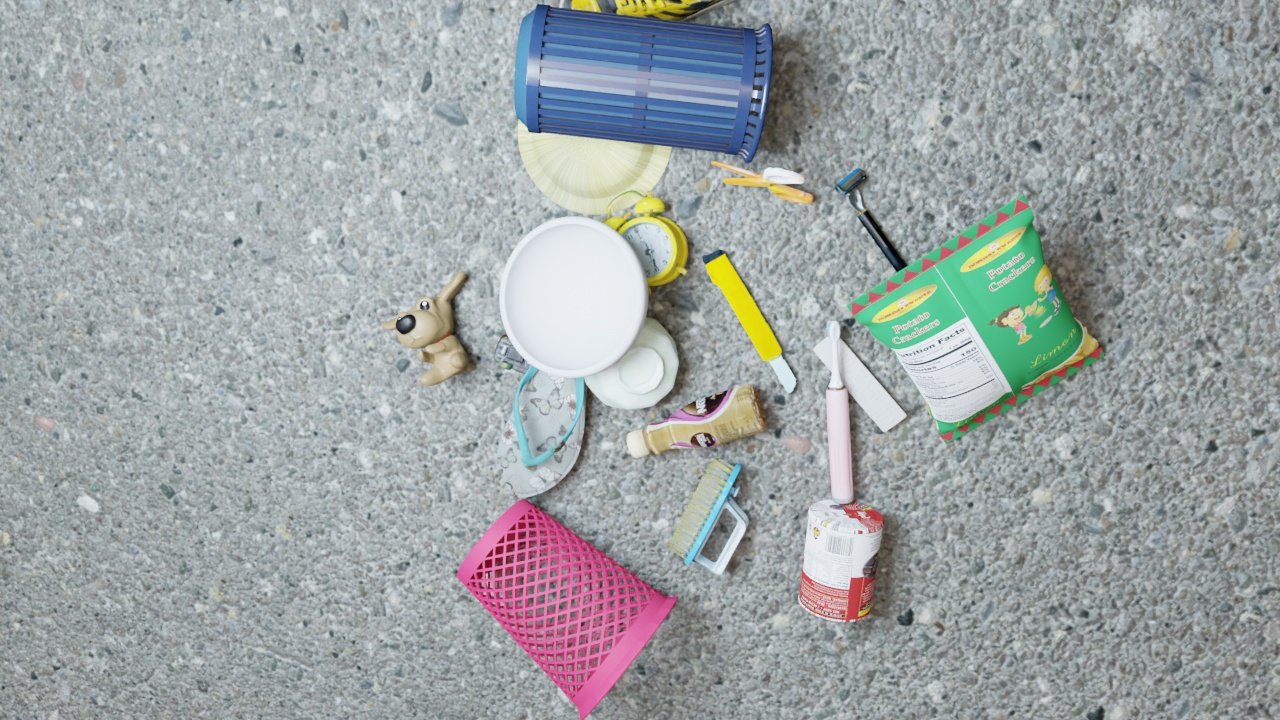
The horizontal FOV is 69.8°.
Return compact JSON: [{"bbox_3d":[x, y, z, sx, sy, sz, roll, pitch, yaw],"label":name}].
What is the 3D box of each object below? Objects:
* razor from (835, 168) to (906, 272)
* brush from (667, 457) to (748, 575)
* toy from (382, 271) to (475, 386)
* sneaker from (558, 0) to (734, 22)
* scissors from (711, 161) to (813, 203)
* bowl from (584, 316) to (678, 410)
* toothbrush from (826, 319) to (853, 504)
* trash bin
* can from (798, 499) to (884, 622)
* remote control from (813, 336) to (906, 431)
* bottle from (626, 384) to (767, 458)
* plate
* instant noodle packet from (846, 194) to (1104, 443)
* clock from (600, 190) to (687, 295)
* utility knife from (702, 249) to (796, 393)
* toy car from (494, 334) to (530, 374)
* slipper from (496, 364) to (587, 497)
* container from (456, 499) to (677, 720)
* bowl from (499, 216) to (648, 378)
[{"bbox_3d":[0.264,-0.143,1.023,0.042,0.022,0.144,-38,100,-23],"label":"razor"},{"bbox_3d":[0.095,0.187,1.114,0.075,0.055,0.136,28,107,9],"label":"brush"},{"bbox_3d":[-0.250,-0.029,1.115,0.134,0.105,0.108,-30,85,20],"label":"toy"},{"bbox_3d":[0.017,-0.397,0.958,0.239,0.122,0.086,-16,98,13],"label":"sneaker"},{"bbox_3d":[0.137,-0.196,0.997,0.125,0.128,0.011,16,87,-12],"label":"scissors"},{"bbox_3d":[-0.006,0.006,1.069,0.117,0.061,0.117,-2,100,-12],"label":"bowl"},{"bbox_3d":[0.229,0.061,1.064,0.027,0.026,0.223,-12,107,-19],"label":"toothbrush"},{"bbox_3d":[0.000,-0.289,0.952,0.249,0.139,0.139,6,104,-2],"label":"trash bin"},{"bbox_3d":[0.236,0.234,1.081,0.087,0.086,0.116,7,105,9],"label":"can"},{"bbox_3d":[0.255,0.025,1.066,0.033,0.012,0.131,-40,93,19],"label":"remote control"},{"bbox_3d":[0.064,0.079,1.093,0.166,0.059,0.059,-19,99,15],"label":"bottle"},{"bbox_3d":[-0.057,-0.259,1.049,0.184,0.036,0.184,3,104,11],"label":"plate"},{"bbox_3d":[0.361,-0.031,0.973,0.196,0.090,0.252,-33,124,16],"label":"instant noodle packet"},{"bbox_3d":[0.004,-0.138,1.056,0.083,0.057,0.118,-29,88,16],"label":"clock"},{"bbox_3d":[0.130,-0.045,1.072,0.031,0.017,0.191,-29,93,21],"label":"utility knife"},{"bbox_3d":[-0.133,-0.002,1.124,0.091,0.036,0.042,20,104,-6],"label":"toy car"},{"bbox_3d":[-0.104,0.050,1.099,0.098,0.054,0.269,13,103,-14],"label":"slipper"},{"bbox_3d":[-0.099,0.290,1.126,0.226,0.183,0.183,39,107,8],"label":"container"},{"bbox_3d":[-0.066,-0.069,1.027,0.177,0.066,0.176,1,92,22],"label":"bowl"}]
